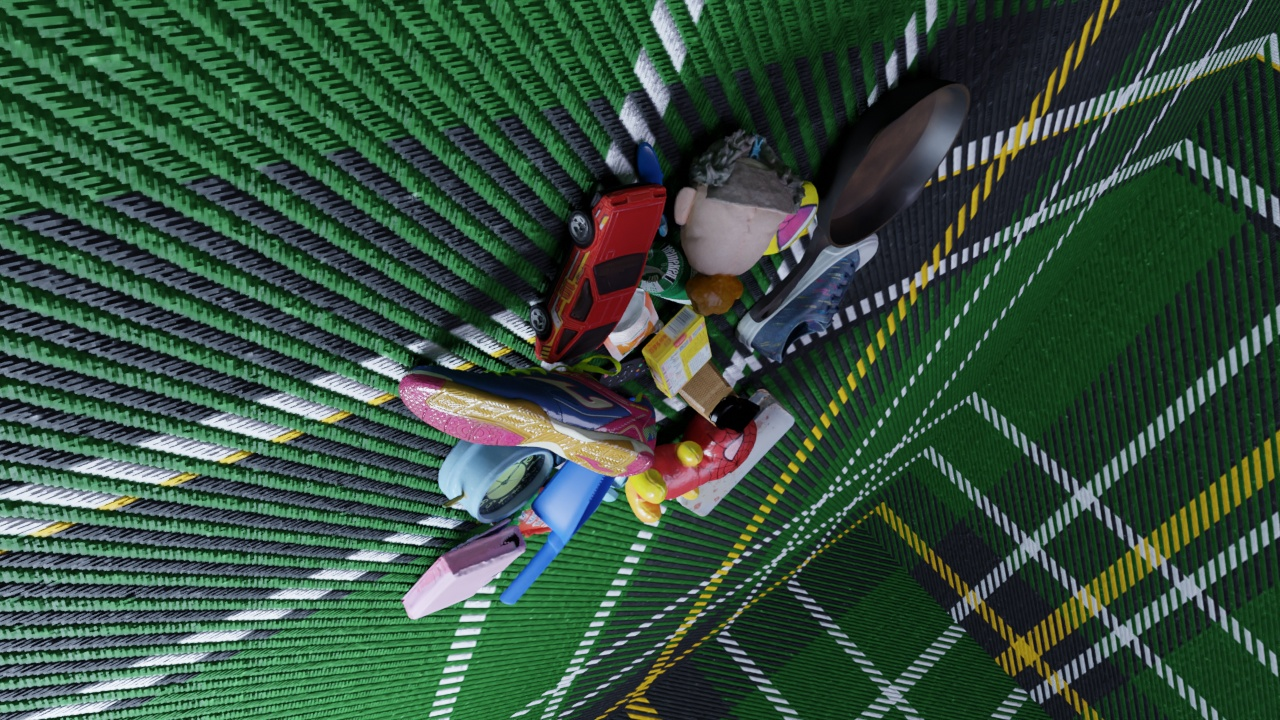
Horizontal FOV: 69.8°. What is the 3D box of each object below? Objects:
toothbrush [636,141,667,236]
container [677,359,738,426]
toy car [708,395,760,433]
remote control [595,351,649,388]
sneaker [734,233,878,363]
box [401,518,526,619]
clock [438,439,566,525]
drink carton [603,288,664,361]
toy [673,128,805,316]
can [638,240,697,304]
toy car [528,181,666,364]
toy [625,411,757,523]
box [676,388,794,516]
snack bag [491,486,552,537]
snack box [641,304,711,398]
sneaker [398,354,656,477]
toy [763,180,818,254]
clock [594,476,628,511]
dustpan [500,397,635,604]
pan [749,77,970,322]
[{"bbox_3d":[0.012,-0.149,0.812,0.021,0.016,0.132,-15,155,3],"label":"toothbrush"},{"bbox_3d":[0.088,0.040,1.206,0.063,0.061,0.114,-43,157,0],"label":"container"},{"bbox_3d":[0.117,0.064,1.166,0.042,0.036,0.091,-52,146,16],"label":"toy car"},{"bbox_3d":[-0.006,0.006,1.058,0.124,0.010,0.039,-21,148,-43],"label":"remote control"},{"bbox_3d":[0.236,-0.082,1.214,0.235,0.079,0.087,-39,157,-10],"label":"sneaker"},{"bbox_3d":[-0.204,0.234,1.024,0.097,0.046,0.233,-16,163,-29],"label":"box"},{"bbox_3d":[-0.134,0.099,0.949,0.162,0.060,0.118,-45,156,-3],"label":"clock"},{"bbox_3d":[-0.010,-0.034,0.962,0.069,0.039,0.122,-41,163,-4],"label":"drink carton"},{"bbox_3d":[0.083,-0.126,0.859,0.132,0.076,0.176,8,109,-28],"label":"toy"},{"bbox_3d":[0.035,-0.086,0.911,0.053,0.053,0.101,-50,156,16],"label":"can"},{"bbox_3d":[-0.037,-0.075,0.811,0.081,0.056,0.190,-22,148,-44],"label":"toy car"},{"bbox_3d":[0.074,0.137,1.306,0.215,0.099,0.148,-32,165,-22],"label":"toy"},{"bbox_3d":[0.140,0.138,1.444,0.095,0.107,0.216,39,98,-30],"label":"box"},{"bbox_3d":[-0.127,0.190,1.151,0.154,0.044,0.087,-2,128,-52],"label":"snack bag"},{"bbox_3d":[0.045,-0.008,1.063,0.075,0.025,0.152,-46,163,-7],"label":"snack box"},{"bbox_3d":[-0.095,0.035,0.823,0.241,0.091,0.117,20,148,-27],"label":"sneaker"},{"bbox_3d":[0.156,-0.156,1.003,0.096,0.041,0.094,-51,158,15],"label":"toy"},{"bbox_3d":[-0.035,0.144,1.187,0.123,0.042,0.087,-62,175,19],"label":"clock"},{"bbox_3d":[-0.084,0.163,1.033,0.258,0.059,0.245,-49,176,6],"label":"dustpan"},{"bbox_3d":[0.246,-0.189,1.092,0.356,0.043,0.248,-48,157,11],"label":"pan"}]
